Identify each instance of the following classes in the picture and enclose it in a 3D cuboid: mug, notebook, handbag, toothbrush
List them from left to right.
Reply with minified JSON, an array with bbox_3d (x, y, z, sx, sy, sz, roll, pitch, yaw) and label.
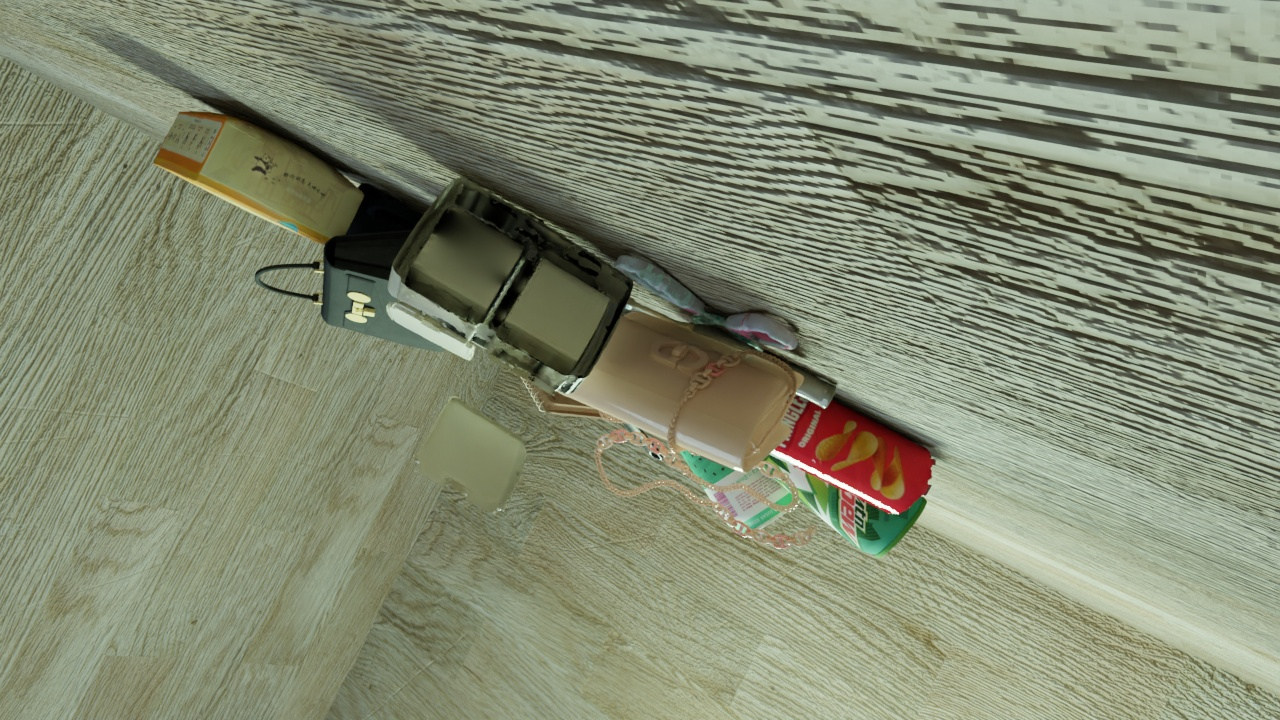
[{"bbox_3d":[-0.285,-0.076,0.929,0.195,0.072,0.176,4,162,-19],"label":"handbag"},{"bbox_3d":[-0.270,-0.142,0.970,0.077,0.071,0.105,29,154,-29],"label":"mug"},{"bbox_3d":[-0.095,0.006,1.218,0.169,0.022,0.210,8,-150,-35],"label":"notebook"},{"bbox_3d":[0.029,0.075,0.679,0.199,0.187,0.116,22,-152,22],"label":"handbag"},{"bbox_3d":[0.065,-0.011,0.719,0.185,0.022,0.024,25,161,7],"label":"toothbrush"}]

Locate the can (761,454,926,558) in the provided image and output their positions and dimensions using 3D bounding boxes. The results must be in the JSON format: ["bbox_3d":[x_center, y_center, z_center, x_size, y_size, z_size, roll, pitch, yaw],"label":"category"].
[{"bbox_3d":[0.194,0.115,0.884,0.144,0.083,0.083,40,179,10],"label":"can"}]

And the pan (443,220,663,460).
[{"bbox_3d":[-0.064,-0.008,0.839,0.199,0.021,0.356,2,144,38],"label":"pan"}]

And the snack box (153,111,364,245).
[{"bbox_3d":[-0.381,-0.188,0.920,0.145,0.080,0.195,28,176,-40],"label":"snack box"}]

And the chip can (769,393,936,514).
[{"bbox_3d":[0.137,0.057,0.786,0.233,0.073,0.073,27,177,-12],"label":"chip can"}]

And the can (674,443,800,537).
[{"bbox_3d":[0.093,0.095,0.964,0.166,0.088,0.088,57,-179,8],"label":"can"}]

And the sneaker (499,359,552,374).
[{"bbox_3d":[-0.069,-0.015,1.145,0.236,0.090,0.099,20,-154,-17],"label":"sneaker"}]

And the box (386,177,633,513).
[{"bbox_3d":[-0.114,0.001,0.607,0.143,0.193,0.101,31,146,-6],"label":"box"}]

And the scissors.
[{"bbox_3d":[0.040,-0.037,0.626,0.158,0.014,0.172,26,180,-10],"label":"scissors"}]
